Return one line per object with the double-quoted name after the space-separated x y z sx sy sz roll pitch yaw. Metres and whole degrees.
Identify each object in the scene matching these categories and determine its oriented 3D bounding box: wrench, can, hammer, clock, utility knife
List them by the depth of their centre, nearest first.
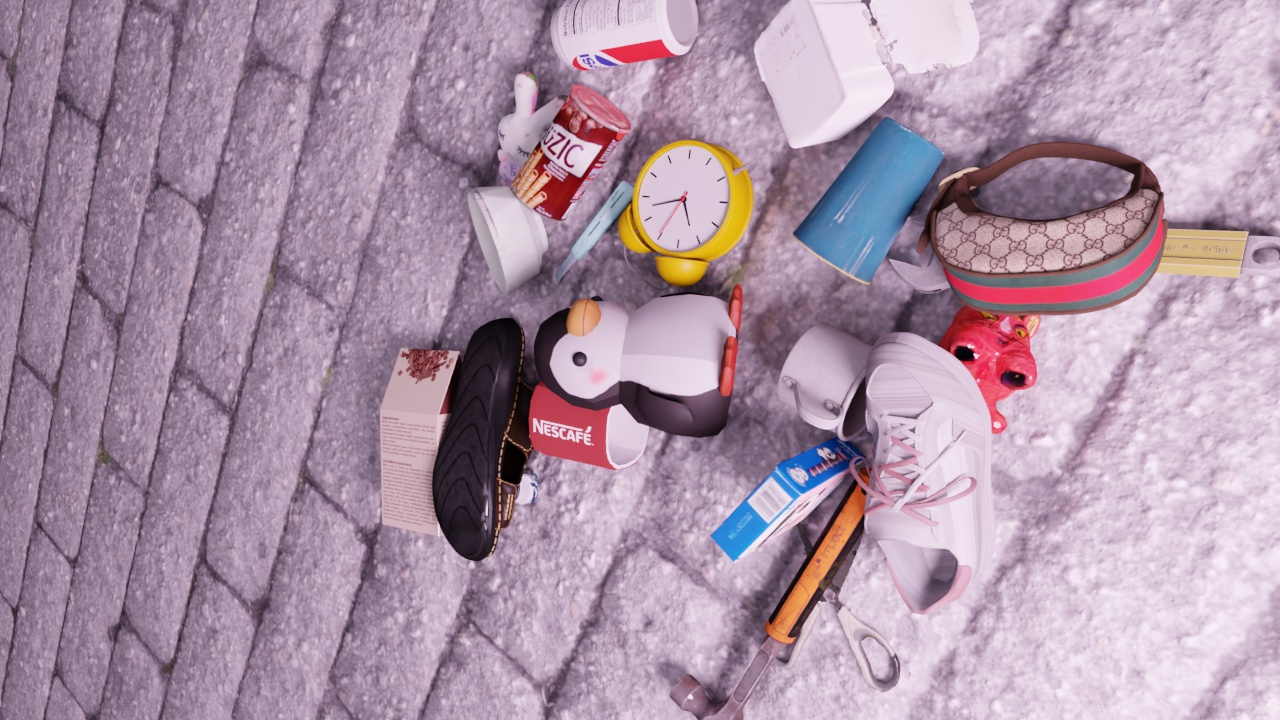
0.328 -0.082 0.697 0.274 0.018 0.083 9 77 32 "wrench"
0.146 0.238 0.829 0.138 0.034 0.315 38 112 30 "hammer"
0.040 -0.140 0.876 0.113 0.052 0.152 43 112 23 "clock"
-0.016 -0.323 0.886 0.132 0.070 0.070 3 95 34 "can"
-0.049 -0.133 0.959 0.141 0.015 0.022 -47 70 31 "utility knife"

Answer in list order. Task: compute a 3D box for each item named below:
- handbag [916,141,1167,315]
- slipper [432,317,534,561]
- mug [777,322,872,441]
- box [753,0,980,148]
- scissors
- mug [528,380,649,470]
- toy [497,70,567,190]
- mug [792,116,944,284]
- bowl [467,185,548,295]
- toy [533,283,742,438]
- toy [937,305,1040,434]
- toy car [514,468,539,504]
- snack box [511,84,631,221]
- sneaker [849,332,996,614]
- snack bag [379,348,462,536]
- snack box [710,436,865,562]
0.296 -0.104 0.684 0.167 0.063 0.138 1 56 34 "handbag"
-0.160 0.085 1.011 0.113 0.075 0.267 -5 73 39 "slipper"
0.158 0.021 0.773 0.070 0.113 0.084 32 126 30 "mug"
0.194 -0.262 0.758 0.152 0.131 0.107 -35 73 63 "box"
0.171 0.232 0.841 0.158 0.012 0.171 -43 70 27 "scissors"
-0.051 0.045 0.932 0.097 0.080 0.116 8 100 33 "mug"
-0.122 -0.242 0.983 0.079 0.037 0.123 34 114 20 "toy"
0.193 -0.135 0.763 0.078 0.078 0.121 41 109 24 "mug"
-0.136 -0.134 0.974 0.117 0.061 0.117 158 90 -77 "bowl"
-0.005 0.005 0.844 0.184 0.158 0.140 6 135 6 "toy"
0.264 0.007 0.744 0.088 0.093 0.133 32 140 -4 "toy"
-0.155 0.138 1.042 0.090 0.027 0.039 11 98 33 "toy car"
-0.072 -0.209 0.932 0.072 0.072 0.122 50 118 20 "snack box"
0.212 0.097 0.705 0.099 0.089 0.236 -1 119 39 "sneaker"
-0.245 0.090 1.073 0.094 0.069 0.206 3 96 34 "snack bag"
0.127 0.113 0.776 0.033 0.153 0.088 48 118 18 "snack box"
